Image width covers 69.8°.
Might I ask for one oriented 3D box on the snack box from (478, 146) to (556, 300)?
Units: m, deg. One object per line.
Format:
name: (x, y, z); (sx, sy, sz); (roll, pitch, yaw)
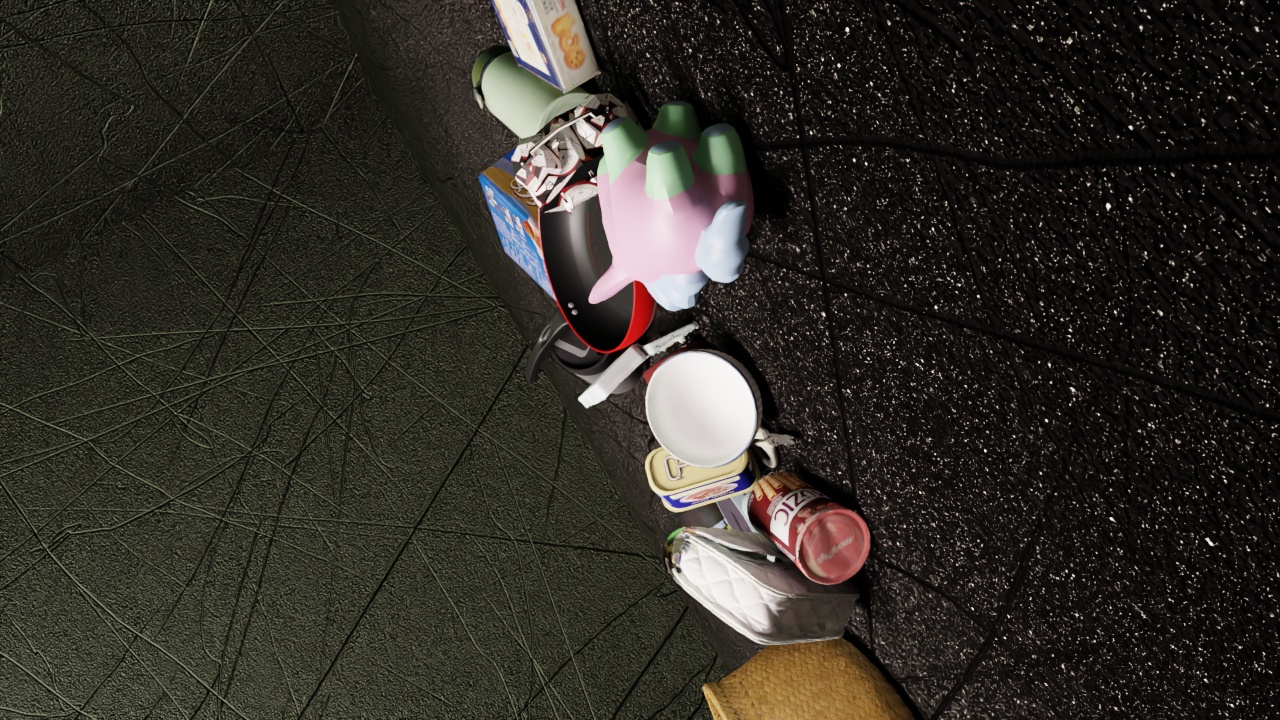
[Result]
snack box: (-0.132, -0.173, 1.265); (0.155, 0.069, 0.203); (44, 166, 18)

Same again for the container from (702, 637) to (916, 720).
container: (0.229, 0.482, 1.082); (0.307, 0.196, 0.307); (59, 171, 15)

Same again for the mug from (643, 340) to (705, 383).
mug: (0.063, 0.025, 0.984); (0.082, 0.073, 0.106); (59, 142, 5)

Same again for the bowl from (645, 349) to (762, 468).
bowl: (0.071, 0.042, 0.913); (0.118, 0.118, 0.062); (59, -150, 3)

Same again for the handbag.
handbag: (0.129, 0.217, 0.926); (0.139, 0.072, 0.194); (30, -171, 40)

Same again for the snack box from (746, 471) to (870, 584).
snack box: (0.155, 0.154, 0.864); (0.072, 0.072, 0.121); (63, 171, -16)

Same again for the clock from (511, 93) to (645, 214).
clock: (-0.049, -0.173, 0.785); (0.065, 0.115, 0.154); (59, -173, 4)

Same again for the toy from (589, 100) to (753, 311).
toy: (0.026, -0.101, 0.689); (0.222, 0.120, 0.171); (-132, 25, -54)

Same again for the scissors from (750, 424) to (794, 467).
scissors: (0.137, 0.088, 0.931); (0.121, 0.012, 0.171); (61, 169, -27)

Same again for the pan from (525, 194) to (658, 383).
pan: (-0.069, -0.074, 1.025); (0.208, 0.067, 0.357); (61, 151, 22)

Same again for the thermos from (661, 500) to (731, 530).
thermos: (0.114, 0.232, 1.252); (0.221, 0.098, 0.098); (53, 170, 4)

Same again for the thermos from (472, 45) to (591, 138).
thermos: (-0.114, -0.268, 0.948); (0.231, 0.082, 0.082); (48, 165, 49)

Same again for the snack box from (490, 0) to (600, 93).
snack box: (-0.101, -0.328, 0.827); (0.145, 0.042, 0.144); (46, 163, 53)

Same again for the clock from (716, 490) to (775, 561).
clock: (0.139, 0.190, 1.119); (0.122, 0.045, 0.159); (62, 169, -13)

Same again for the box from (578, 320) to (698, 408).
box: (-0.010, 0.003, 1.052); (0.041, 0.134, 0.197); (50, 170, -2)

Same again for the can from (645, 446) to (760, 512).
can: (0.068, 0.121, 1.012); (0.092, 0.116, 0.056); (56, -162, -67)

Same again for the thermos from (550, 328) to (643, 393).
thermos: (-0.055, -0.009, 1.239); (0.082, 0.082, 0.240); (58, -177, 12)
